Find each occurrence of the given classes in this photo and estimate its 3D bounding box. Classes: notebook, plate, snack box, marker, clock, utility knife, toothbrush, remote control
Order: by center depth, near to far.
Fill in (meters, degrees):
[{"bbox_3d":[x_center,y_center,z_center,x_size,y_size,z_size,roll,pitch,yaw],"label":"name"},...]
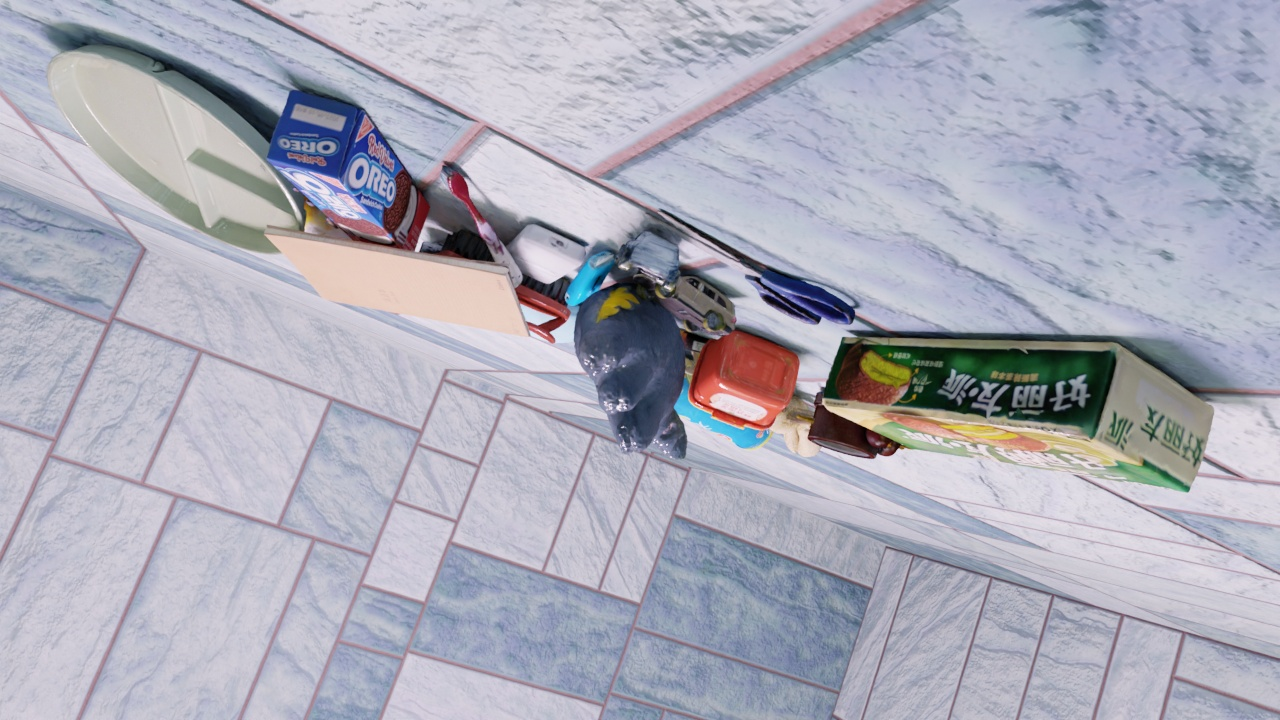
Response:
[{"bbox_3d":[0.252,0.031,0.652,0.114,0.063,0.240,24,170,-29],"label":"snack box"},{"bbox_3d":[-0.222,-0.138,0.722,0.058,0.057,0.207,17,171,3],"label":"snack box"},{"bbox_3d":[-0.129,-0.106,0.762,0.017,0.016,0.188,40,170,21],"label":"toothbrush"},{"bbox_3d":[-0.383,-0.173,0.775,0.230,0.027,0.231,20,152,11],"label":"plate"},{"bbox_3d":[-0.042,-0.073,0.801,0.018,0.034,0.161,62,168,1],"label":"utility knife"},{"bbox_3d":[-0.088,-0.093,0.810,0.056,0.020,0.136,23,171,-15],"label":"remote control"},{"bbox_3d":[-0.210,-0.068,0.831,0.211,0.012,0.150,10,161,5],"label":"notebook"},{"bbox_3d":[0.101,0.018,0.878,0.091,0.082,0.080,20,162,-7],"label":"snack box"},{"bbox_3d":[0.060,-0.017,0.952,0.124,0.018,0.015,17,-150,15],"label":"marker"},{"bbox_3d":[0.232,0.072,0.976,0.122,0.055,0.082,14,169,28],"label":"clock"}]

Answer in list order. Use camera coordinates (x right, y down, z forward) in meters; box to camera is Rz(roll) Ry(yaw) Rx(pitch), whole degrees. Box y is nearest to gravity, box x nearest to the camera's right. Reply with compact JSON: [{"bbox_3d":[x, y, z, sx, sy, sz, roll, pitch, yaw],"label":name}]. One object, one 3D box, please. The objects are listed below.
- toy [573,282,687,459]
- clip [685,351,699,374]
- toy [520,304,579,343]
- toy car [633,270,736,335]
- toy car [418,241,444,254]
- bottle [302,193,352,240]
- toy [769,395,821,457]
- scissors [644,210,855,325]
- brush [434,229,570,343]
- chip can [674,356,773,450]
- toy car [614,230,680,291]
[{"bbox_3d":[-0.005,0.005,0.834,0.091,0.137,0.356,-11,157,8],"label":"toy"},{"bbox_3d":[0.070,0.007,1.006,0.035,0.070,0.100,15,163,25],"label":"clip"},{"bbox_3d":[-0.120,-0.054,1.016,0.156,0.049,0.161,9,167,16],"label":"toy"},{"bbox_3d":[0.036,-0.051,0.741,0.090,0.035,0.042,30,167,-23],"label":"toy car"},{"bbox_3d":[-0.205,-0.106,0.961,0.049,0.031,0.106,18,176,-9],"label":"toy car"},{"bbox_3d":[-0.301,-0.137,0.887,0.108,0.063,0.063,26,170,-32],"label":"bottle"},{"bbox_3d":[0.169,0.071,1.080,0.105,0.066,0.157,35,175,40],"label":"toy"},{"bbox_3d":[0.082,-0.063,0.640,0.126,0.012,0.173,16,169,37],"label":"scissors"},{"bbox_3d":[-0.135,-0.069,0.904,0.145,0.069,0.063,24,172,-25],"label":"brush"},{"bbox_3d":[0.075,0.044,1.115,0.210,0.071,0.071,27,169,-38],"label":"chip can"},{"bbox_3d":[0.007,-0.074,0.664,0.043,0.034,0.090,22,-174,-7],"label":"toy car"}]
